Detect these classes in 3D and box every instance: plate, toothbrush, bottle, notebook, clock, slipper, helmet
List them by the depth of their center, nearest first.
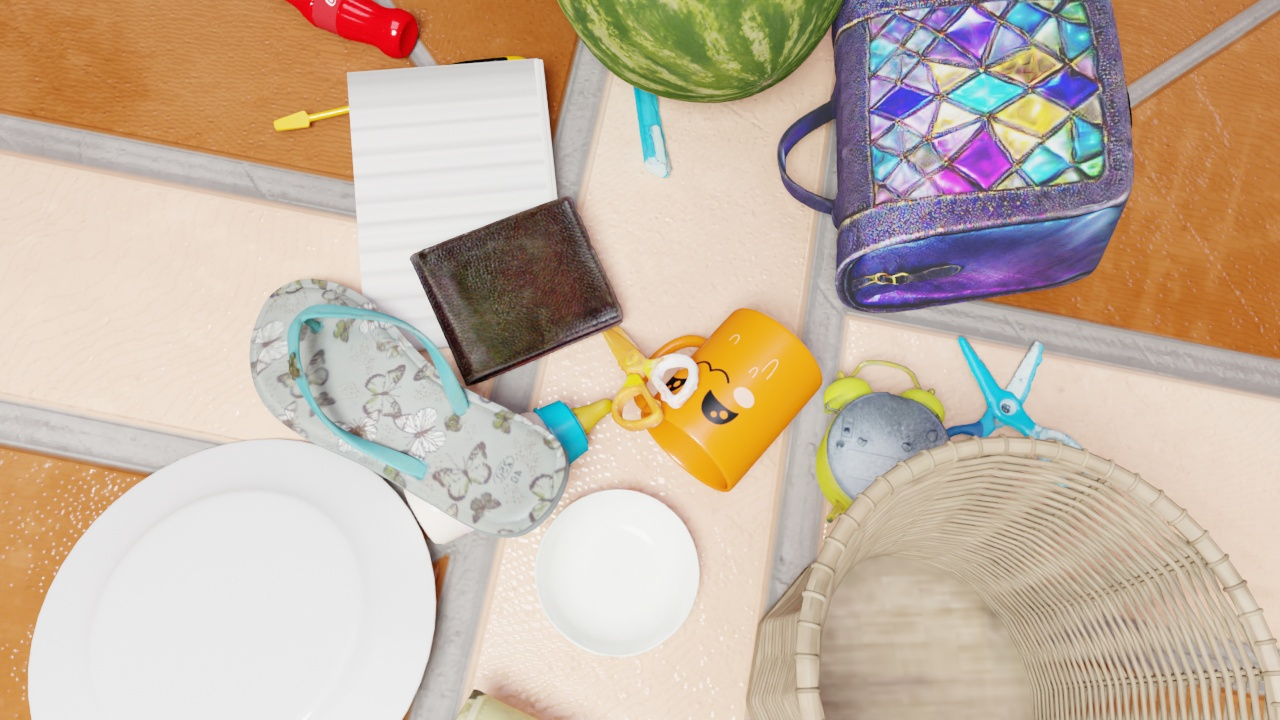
[{"bbox_3d":[-0.247,0.157,0.555,0.242,0.016,0.242,0,63,0],"label":"plate"},{"bbox_3d":[-0.164,0.023,0.572,0.269,0.055,0.098,32,76,24],"label":"slipper"},{"bbox_3d":[-0.015,0.136,0.590,0.104,0.026,0.104,1,72,-3],"label":"plate"},{"bbox_3d":[-0.080,0.064,0.598,0.146,0.051,0.051,-30,76,-12],"label":"bottle"},{"bbox_3d":[0.161,0.054,0.612,0.083,0.057,0.119,11,72,1],"label":"clock"},{"bbox_3d":[0.038,-0.296,0.628,0.213,0.243,0.247,-23,76,13],"label":"helmet"},{"bbox_3d":[-0.131,-0.114,0.660,0.142,0.009,0.209,-6,81,-5],"label":"notebook"},{"bbox_3d":[-0.178,-0.200,0.694,0.196,0.031,0.031,-15,99,-5],"label":"toothbrush"},{"bbox_3d":[-0.233,-0.271,0.710,0.119,0.036,0.036,23,71,5],"label":"bottle"}]

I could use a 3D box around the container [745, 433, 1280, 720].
[{"bbox_3d":[0.170,0.177,0.490,0.227,0.196,0.226,2,68,-6],"label":"container"}]

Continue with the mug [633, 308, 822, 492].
[{"bbox_3d":[0.048,0.019,0.615,0.113,0.078,0.095,30,69,40],"label":"mug"}]

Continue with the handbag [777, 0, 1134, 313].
[{"bbox_3d":[0.208,-0.148,0.641,0.222,0.125,0.204,-2,70,16],"label":"handbag"}]

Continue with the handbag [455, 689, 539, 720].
[{"bbox_3d":[-0.072,0.261,0.517,0.119,0.081,0.111,22,59,7],"label":"handbag"}]

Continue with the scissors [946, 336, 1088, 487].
[{"bbox_3d":[0.251,0.045,0.645,0.137,0.011,0.134,-25,77,-10],"label":"scissors"}]

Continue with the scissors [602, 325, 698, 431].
[{"bbox_3d":[-0.002,0.001,0.605,0.064,0.013,0.128,-34,34,2],"label":"scissors"}]

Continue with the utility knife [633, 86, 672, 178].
[{"bbox_3d":[0.003,-0.224,0.721,0.022,0.015,0.180,6,66,-33],"label":"utility knife"}]

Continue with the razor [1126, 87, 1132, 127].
[{"bbox_3d":[0.321,-0.152,0.699,0.067,0.054,0.151,35,79,19],"label":"razor"}]

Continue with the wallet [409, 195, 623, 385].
[{"bbox_3d":[-0.084,-0.049,0.633,0.120,0.031,0.099,-24,85,-9],"label":"wallet"}]
